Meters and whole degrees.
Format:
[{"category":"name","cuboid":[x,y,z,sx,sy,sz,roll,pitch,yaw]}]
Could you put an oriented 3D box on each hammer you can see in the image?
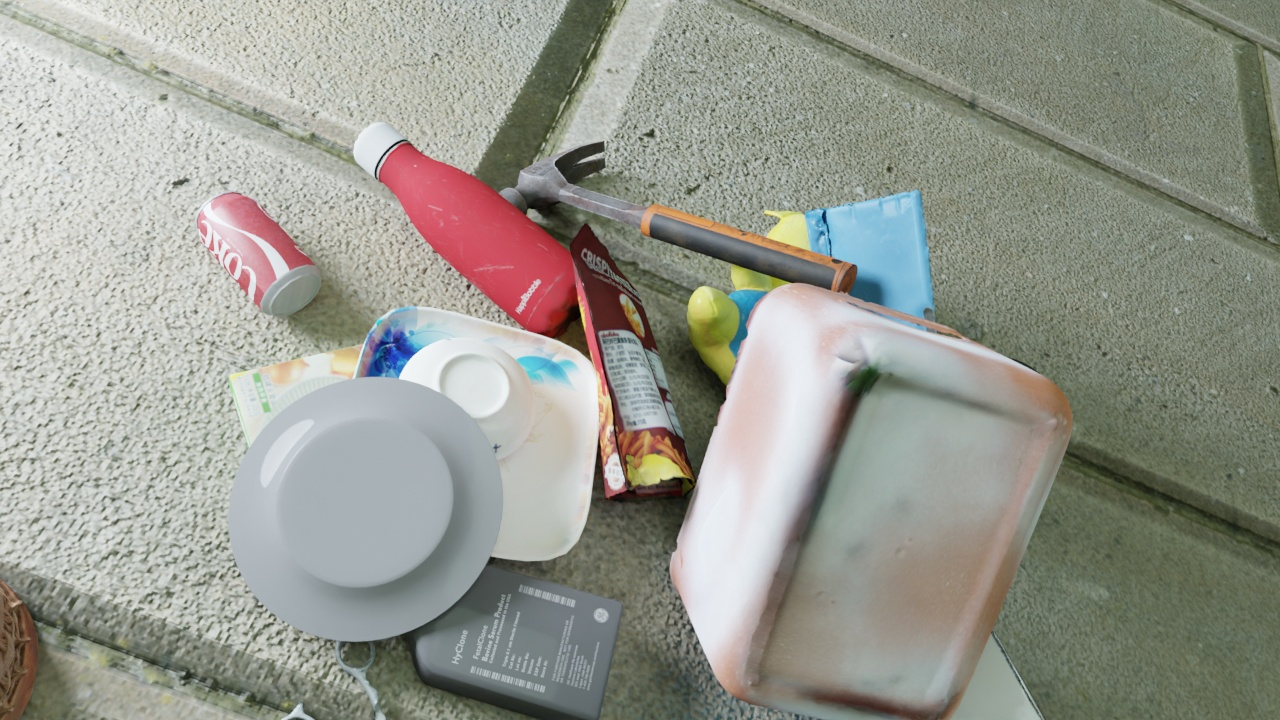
[{"category":"hammer","cuboid":[0.036,-0.119,0.782,0.315,0.035,0.137,21,45,25]}]

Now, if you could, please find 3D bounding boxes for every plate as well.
[{"category":"plate","cuboid":[-0.124,0.053,0.682,0.187,0.016,0.186,15,57,-14]},{"category":"plate","cuboid":[-0.124,0.024,0.671,0.104,0.026,0.104,10,59,-17]},{"category":"plate","cuboid":[-0.182,0.093,0.609,0.178,0.012,0.178,2,69,-6]}]

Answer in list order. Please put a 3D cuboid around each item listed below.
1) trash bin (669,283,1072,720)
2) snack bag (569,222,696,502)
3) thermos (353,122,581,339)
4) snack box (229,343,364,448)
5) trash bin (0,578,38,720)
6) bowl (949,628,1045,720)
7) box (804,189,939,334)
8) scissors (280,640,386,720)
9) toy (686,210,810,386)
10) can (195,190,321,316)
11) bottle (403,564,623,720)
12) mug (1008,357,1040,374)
[{"category":"trash bin","cuboid":[0.145,0.096,0.616,0.181,0.157,0.260,16,100,-11]},{"category":"snack bag","cuboid":[-0.004,0.004,0.722,0.067,0.139,0.207,-16,73,18]},{"category":"thermos","cuboid":[-0.145,-0.115,0.771,0.240,0.073,0.073,40,57,7]},{"category":"snack box","cuboid":[-0.201,0.051,0.683,0.167,0.027,0.132,-16,68,-26]},{"category":"trash bin","cuboid":[-0.408,0.140,0.451,0.151,0.211,0.151,9,59,-15]},{"category":"bowl","cuboid":[0.242,0.242,0.650,0.066,0.116,0.116,-30,69,12]},{"category":"box","cuboid":[0.217,-0.020,0.754,0.094,0.112,0.231,-11,95,-40]},{"category":"scissors","cuboid":[-0.162,0.235,0.598,0.141,0.014,0.146,13,58,-8]},{"category":"toy","cuboid":[0.131,-0.049,0.820,0.149,0.084,0.213,52,56,-12]},{"category":"can","cuboid":[-0.297,-0.083,0.713,0.096,0.054,0.053,46,57,10]},{"category":"bottle","cuboid":[-0.106,0.185,0.626,0.174,0.046,0.083,19,57,-8]},{"category":"mug","cuboid":[0.291,0.071,0.790,0.080,0.107,0.115,26,56,-3]}]
